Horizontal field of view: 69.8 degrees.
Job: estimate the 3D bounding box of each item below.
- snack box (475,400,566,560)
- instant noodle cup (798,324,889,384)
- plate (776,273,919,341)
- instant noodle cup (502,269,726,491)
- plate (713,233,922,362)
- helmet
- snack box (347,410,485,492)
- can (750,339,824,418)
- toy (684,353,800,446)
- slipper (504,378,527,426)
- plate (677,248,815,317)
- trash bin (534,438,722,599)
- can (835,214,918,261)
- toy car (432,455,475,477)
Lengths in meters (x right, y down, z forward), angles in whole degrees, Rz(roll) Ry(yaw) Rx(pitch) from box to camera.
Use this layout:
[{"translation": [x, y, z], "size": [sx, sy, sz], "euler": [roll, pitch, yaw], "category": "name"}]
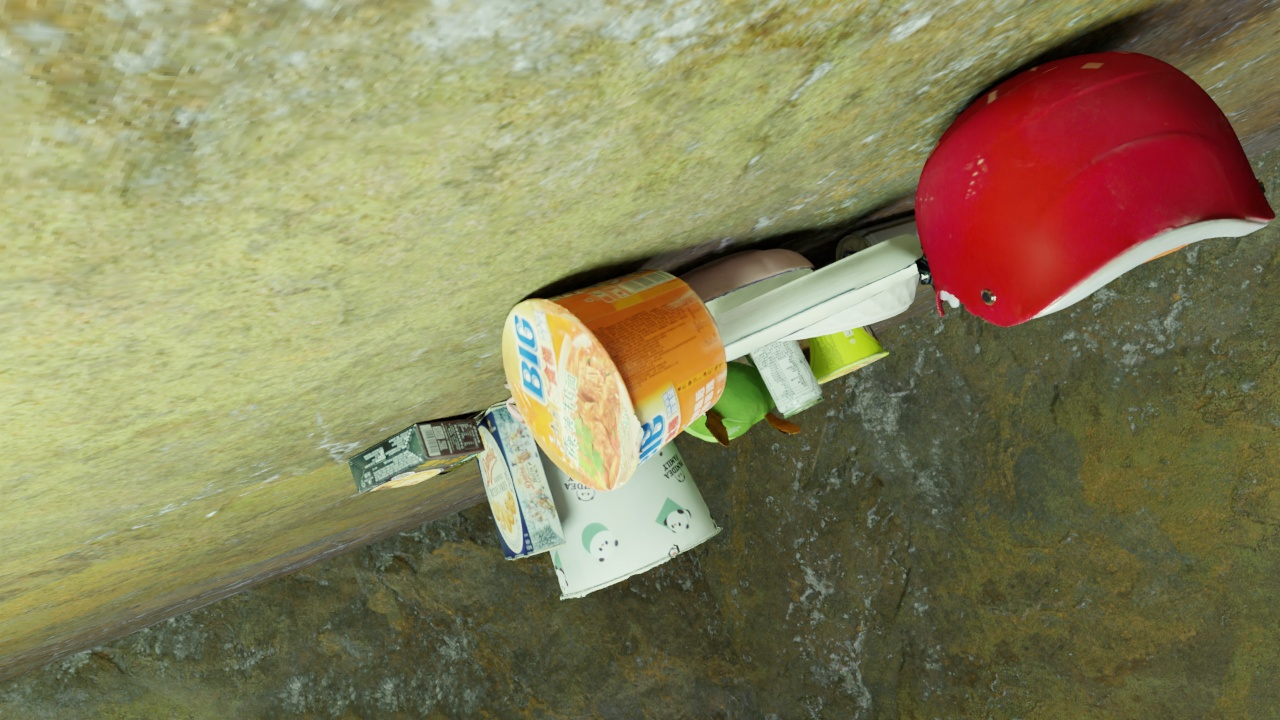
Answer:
[{"translation": [-0.159, 0.155, 1.152], "size": [0.045, 0.182, 0.178], "euler": [-15, 171, -22], "category": "snack box"}, {"translation": [0.255, -0.043, 1.231], "size": [0.111, 0.123, 0.112], "euler": [-22, 171, -4], "category": "instant noodle cup"}, {"translation": [0.211, -0.064, 1.032], "size": [0.205, 0.045, 0.204], "euler": [-14, -173, 2], "category": "plate"}, {"translation": [-0.015, 0.006, 0.685], "size": [0.111, 0.151, 0.152], "euler": [-28, 177, -34], "category": "instant noodle cup"}, {"translation": [0.153, -0.054, 0.853], "size": [0.266, 0.034, 0.162], "euler": [-24, 173, 7], "category": "plate"}, {"translation": [0.280, -0.126, 0.627], "size": [0.207, 0.144, 0.240], "euler": [-23, -173, 4], "category": "helmet"}, {"translation": [-0.250, 0.104, 1.059], "size": [0.113, 0.053, 0.125], "euler": [-26, 167, 27], "category": "snack box"}, {"translation": [0.170, -0.005, 1.133], "size": [0.058, 0.146, 0.058], "euler": [-25, 171, -4], "category": "can"}, {"translation": [0.103, 0.050, 1.186], "size": [0.246, 0.227, 0.090], "euler": [-12, 123, -54], "category": "toy"}, {"translation": [-0.086, 0.051, 0.990], "size": [0.114, 0.054, 0.274], "euler": [8, 172, 4], "category": "slipper"}, {"translation": [0.065, -0.059, 0.847], "size": [0.192, 0.039, 0.192], "euler": [-23, 173, -3], "category": "plate"}, {"translation": [-0.045, 0.153, 1.215], "size": [0.229, 0.252, 0.229], "euler": [-23, 174, -3], "category": "trash bin"}, {"translation": [0.269, -0.121, 0.966], "size": [0.134, 0.053, 0.053], "euler": [-18, 172, -33], "category": "can"}, {"translation": [-0.267, 0.130, 1.216], "size": [0.070, 0.042, 0.158], "euler": [-25, 170, 16], "category": "toy car"}]
